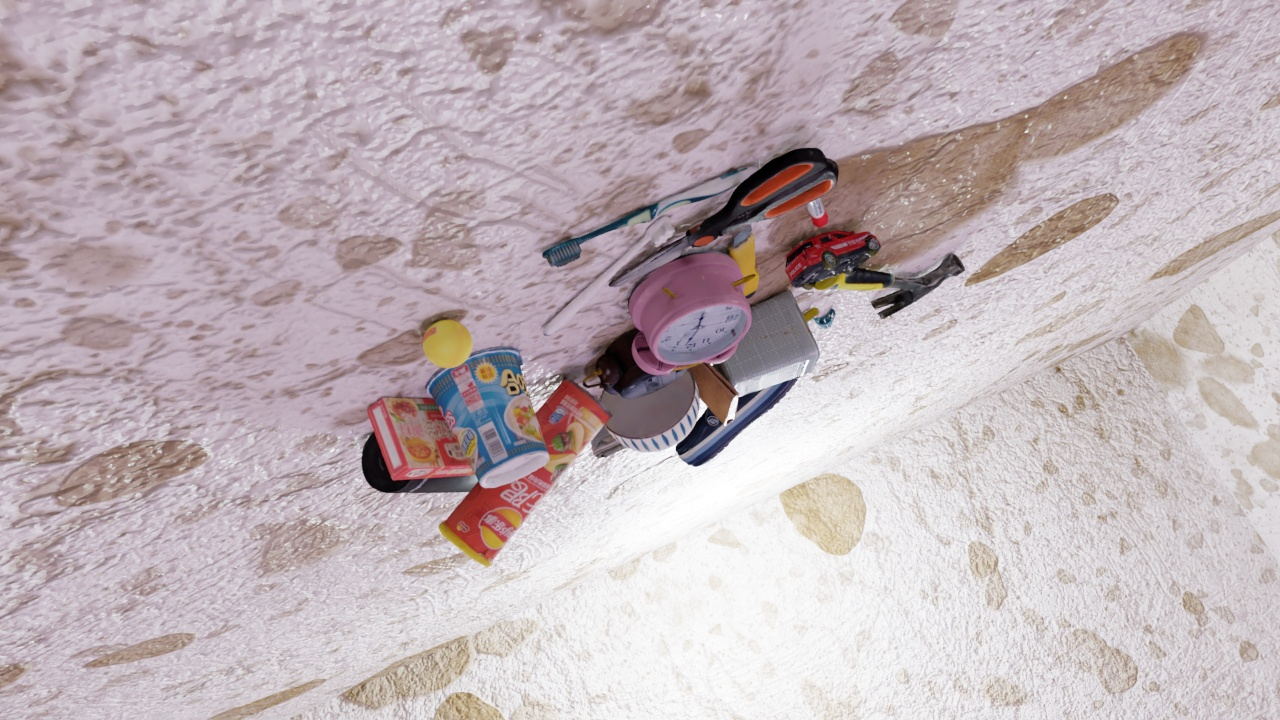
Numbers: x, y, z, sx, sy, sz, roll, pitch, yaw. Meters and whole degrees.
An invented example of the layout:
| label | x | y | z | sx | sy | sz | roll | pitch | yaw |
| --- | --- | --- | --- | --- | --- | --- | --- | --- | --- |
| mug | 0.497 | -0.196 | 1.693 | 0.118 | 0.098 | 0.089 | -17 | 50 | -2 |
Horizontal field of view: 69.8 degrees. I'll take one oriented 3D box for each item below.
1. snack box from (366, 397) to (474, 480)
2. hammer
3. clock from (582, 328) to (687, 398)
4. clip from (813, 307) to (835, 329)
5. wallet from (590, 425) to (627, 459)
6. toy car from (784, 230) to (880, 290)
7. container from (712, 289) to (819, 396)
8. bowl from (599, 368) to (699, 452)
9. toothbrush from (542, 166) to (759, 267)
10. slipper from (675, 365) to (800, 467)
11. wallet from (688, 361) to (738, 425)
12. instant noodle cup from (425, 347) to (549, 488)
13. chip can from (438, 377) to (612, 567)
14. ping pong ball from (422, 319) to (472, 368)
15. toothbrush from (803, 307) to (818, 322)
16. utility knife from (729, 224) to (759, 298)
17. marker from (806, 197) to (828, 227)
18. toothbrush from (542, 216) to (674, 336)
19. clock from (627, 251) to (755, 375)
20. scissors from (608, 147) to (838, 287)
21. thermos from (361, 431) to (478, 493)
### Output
| label | x | y | z | sx | sy | sz | roll | pitch | yaw |
| --- | --- | --- | --- | --- | --- | --- | --- | --- | --- |
| snack box | -0.196 | 0.076 | 0.907 | 0.026 | 0.075 | 0.152 | -33 | 161 | 23 |
| hammer | 0.307 | -0.099 | 1.182 | 0.126 | 0.032 | 0.322 | -38 | 159 | 33 |
| clock | -0.006 | 0.006 | 1.006 | 0.122 | 0.055 | 0.082 | -24 | 163 | -3 |
| clip | 0.256 | -0.056 | 1.268 | 0.034 | 0.013 | 0.055 | -26 | 161 | 4 |
| wallet | -0.006 | 0.067 | 1.153 | 0.130 | 0.037 | 0.106 | -28 | -157 | 6 |
| toy car | 0.204 | -0.112 | 0.976 | 0.120 | 0.045 | 0.053 | -16 | 163 | -36 |
| container | 0.142 | -0.015 | 1.105 | 0.111 | 0.090 | 0.090 | -21 | 163 | -3 |
| bowl | 0.016 | 0.060 | 1.066 | 0.116 | 0.116 | 0.066 | -26 | 136 | 1 |
| toothbrush | 0.011 | -0.116 | 0.736 | 0.191 | 0.018 | 0.016 | -23 | 164 | -8 |
| slipper | 0.128 | 0.040 | 1.237 | 0.253 | 0.095 | 0.104 | -48 | -174 | 26 |
| wallet | 0.078 | 0.024 | 1.103 | 0.020 | 0.101 | 0.115 | -40 | 165 | -12 |
| instant noodle cup | -0.139 | 0.058 | 0.876 | 0.099 | 0.110 | 0.099 | -23 | 162 | -8 |
| chip can | -0.123 | 0.121 | 1.004 | 0.216 | 0.073 | 0.073 | -49 | 165 | -9 |
| ping pong ball | -0.159 | -0.014 | 0.756 | 0.040 | 0.040 | 0.040 | -24 | 163 | -8 |
| toothbrush | 0.174 | -0.016 | 1.260 | 0.015 | 0.016 | 0.191 | -6 | 154 | -47 |
| utility knife | 0.105 | -0.098 | 0.928 | 0.033 | 0.015 | 0.177 | -31 | 162 | -3 |
| marker | 0.156 | -0.152 | 0.840 | 0.017 | 0.017 | 0.145 | -29 | 162 | 11 |
| toothbrush | -0.032 | -0.069 | 0.817 | 0.016 | 0.016 | 0.181 | -2 | 151 | -49 |
| clock | 0.049 | -0.036 | 0.905 | 0.117 | 0.059 | 0.159 | -12 | 151 | -15 |
| scissors | 0.055 | -0.119 | 0.777 | 0.235 | 0.021 | 0.139 | -21 | 164 | 8 |
| thermos | -0.198 | 0.105 | 1.015 | 0.090 | 0.068 | 0.242 | -42 | 161 | 12 |
